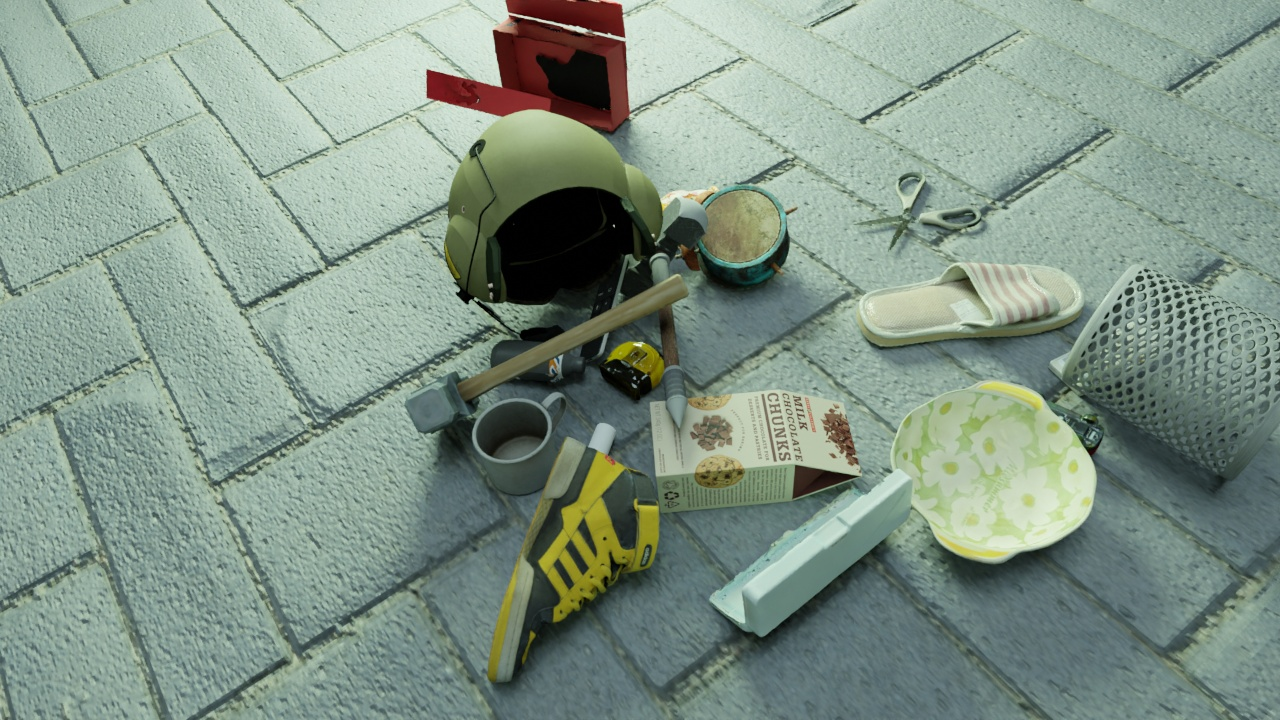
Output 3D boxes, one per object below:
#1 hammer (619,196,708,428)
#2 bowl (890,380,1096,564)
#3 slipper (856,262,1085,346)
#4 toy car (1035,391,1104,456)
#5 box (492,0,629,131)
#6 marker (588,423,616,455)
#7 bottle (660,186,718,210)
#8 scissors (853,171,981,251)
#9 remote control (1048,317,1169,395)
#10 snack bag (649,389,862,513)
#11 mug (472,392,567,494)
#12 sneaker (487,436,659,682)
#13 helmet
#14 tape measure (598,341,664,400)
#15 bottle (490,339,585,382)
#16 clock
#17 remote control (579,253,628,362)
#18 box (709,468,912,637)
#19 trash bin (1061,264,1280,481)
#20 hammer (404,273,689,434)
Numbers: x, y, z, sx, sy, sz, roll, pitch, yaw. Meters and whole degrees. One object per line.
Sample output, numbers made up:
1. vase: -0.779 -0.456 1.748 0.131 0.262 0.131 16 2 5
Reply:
1. hammer: 0.029 -0.045 1.028 0.043 0.156 0.321 28 35 -27
2. bowl: 0.345 0.119 0.915 0.188 0.060 0.218 17 54 19
3. slipper: 0.388 -0.070 1.077 0.263 0.052 0.114 -8 48 0
4. toy car: 0.436 0.068 0.962 0.091 0.036 0.042 30 59 27
5. box: -0.139 -0.499 1.301 0.211 0.378 0.123 20 71 21
6. marker: -0.058 0.126 0.980 0.027 0.023 0.132 -1 48 26
7. bottle: 0.057 -0.195 1.216 0.109 0.063 0.063 -24 51 -15
8. scissors: 0.368 -0.195 1.213 0.158 0.013 0.170 10 52 16
9. remote control: 0.530 -0.006 1.031 0.135 0.011 0.050 -23 51 -13
10. snack bag: 0.118 0.092 0.958 0.206 0.070 0.094 -6 49 2
11. mug: -0.121 0.085 0.990 0.113 0.071 0.084 -37 55 -23
12. sneaker: -0.057 0.201 0.877 0.122 0.086 0.238 19 71 -2
13. helmet: -0.106 -0.156 1.060 0.250 0.256 0.232 -18 53 -11
14. tape measure: -0.006 0.006 1.067 0.065 0.037 0.064 35 62 31
15. bottle: -0.120 0.001 1.079 0.112 0.047 0.046 5 50 11
16. clock: 0.110 -0.156 1.157 0.158 0.073 0.121 10 74 15
17. remote control: -0.044 -0.066 1.114 0.045 0.008 0.146 -21 48 51
18. box: 0.160 0.174 0.861 0.197 0.078 0.122 -32 13 -21
19. trash bin: 0.544 0.005 0.919 0.183 0.157 0.156 35 61 28
20. hammer: -0.098 -0.011 0.992 0.323 0.117 0.051 -26 93 6
